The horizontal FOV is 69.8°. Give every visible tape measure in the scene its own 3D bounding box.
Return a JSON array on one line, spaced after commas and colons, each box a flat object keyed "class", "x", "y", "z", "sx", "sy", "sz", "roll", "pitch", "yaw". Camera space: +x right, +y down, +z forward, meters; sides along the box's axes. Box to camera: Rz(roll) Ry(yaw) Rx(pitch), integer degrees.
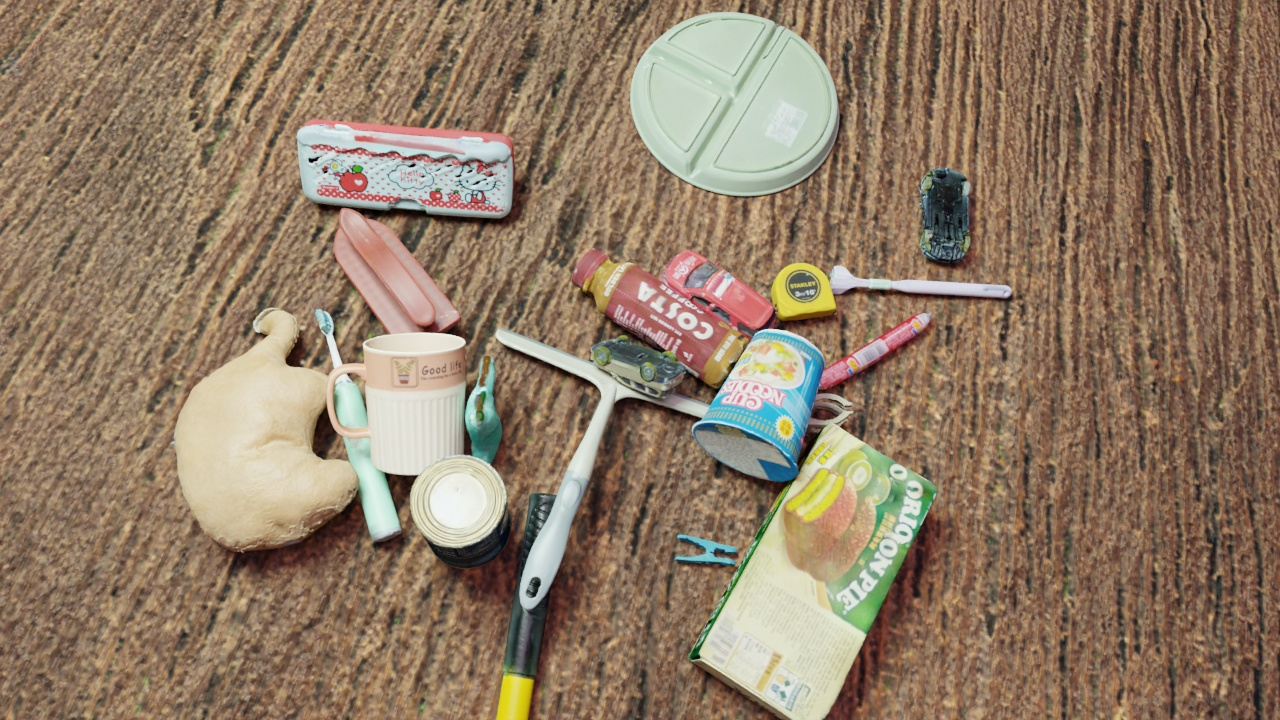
[{"class": "tape measure", "x": 0.158, "y": -0.066, "z": 0.905, "sx": 0.060, "sy": 0.029, "sz": 0.057, "roll": -8, "pitch": 71, "yaw": -9}]

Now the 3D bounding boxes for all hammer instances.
[{"class": "hammer", "x": -0.101, "y": 0.258, "z": 0.756, "sx": 0.129, "sy": 0.033, "sz": 0.300, "roll": 9, "pitch": 69, "yaw": -4}]

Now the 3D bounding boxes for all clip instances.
[{"class": "clip", "x": 0.059, "y": 0.170, "z": 0.815, "sx": 0.056, "sy": 0.014, "sz": 0.041, "roll": 8, "pitch": 69, "yaw": -3}, {"class": "clip", "x": 0.148, "y": 0.055, "z": 0.857, "sx": 0.098, "sy": 0.034, "sz": 0.064, "roll": -4, "pitch": 71, "yaw": -2}]

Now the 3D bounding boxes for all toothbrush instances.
[{"class": "toothbrush", "x": 0.284, "y": -0.074, "z": 0.927, "sx": 0.189, "sy": 0.021, "sz": 0.029, "roll": 4, "pitch": 107, "yaw": -6}, {"class": "toothbrush", "x": -0.256, "y": 0.054, "z": 0.819, "sx": 0.026, "sy": 0.027, "sz": 0.224, "roll": -21, "pitch": 73, "yaw": -1}]

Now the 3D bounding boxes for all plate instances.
[{"class": "plate", "x": 0.104, "y": -0.281, "z": 0.981, "sx": 0.230, "sy": 0.027, "sz": 0.229, "roll": 2, "pitch": 70, "yaw": -5}]

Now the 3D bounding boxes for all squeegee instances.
[{"class": "squeegee", "x": -0.053, "y": 0.095, "z": 0.788, "sx": 0.246, "sy": 0.039, "sz": 0.245, "roll": 21, "pitch": 56, "yaw": 2}]

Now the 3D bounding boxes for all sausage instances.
[{"class": "sausage", "x": 0.228, "y": -0.009, "z": 0.895, "sx": 0.155, "sy": 0.020, "sz": 0.020, "roll": -29, "pitch": 75, "yaw": -15}]

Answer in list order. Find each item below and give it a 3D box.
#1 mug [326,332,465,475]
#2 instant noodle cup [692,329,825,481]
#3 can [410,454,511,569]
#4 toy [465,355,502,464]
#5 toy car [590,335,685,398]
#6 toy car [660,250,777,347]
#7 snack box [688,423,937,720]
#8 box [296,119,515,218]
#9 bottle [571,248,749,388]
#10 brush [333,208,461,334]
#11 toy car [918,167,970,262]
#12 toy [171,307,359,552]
[{"class": "mug", "x": -0.205, "y": 0.036, "z": 0.777, "sx": 0.114, "sy": 0.082, "sz": 0.106, "roll": -3, "pitch": 104, "yaw": -20}, {"class": "instant noodle cup", "x": 0.111, "y": 0.035, "z": 0.809, "sx": 0.099, "sy": 0.099, "sz": 0.109, "roll": 25, "pitch": 67, "yaw": 4}, {"class": "can", "x": -0.146, "y": 0.127, "z": 0.758, "sx": 0.075, "sy": 0.111, "sz": 0.075, "roll": 2, "pitch": 69, "yaw": -5}, {"class": "toy", "x": -0.136, "y": 0.048, "z": 0.800, "sx": 0.030, "sy": 0.092, "sz": 0.096, "roll": 4, "pitch": 66, "yaw": -6}, {"class": "toy car", "x": -0.005, "y": 0.005, "z": 0.843, "sx": 0.090, "sy": 0.035, "sz": 0.042, "roll": 22, "pitch": 29, "yaw": 27}, {"class": "toy car", "x": 0.077, "y": -0.063, "z": 0.888, "sx": 0.120, "sy": 0.045, "sz": 0.052, "roll": 34, "pitch": 68, "yaw": 9}, {"class": "snack box", "x": 0.150, "y": 0.183, "z": 0.792, "sx": 0.114, "sy": 0.063, "sz": 0.239, "roll": 31, "pitch": 69, "yaw": 6}, {"class": "box", "x": -0.222, "y": -0.181, "z": 0.876, "sx": 0.201, "sy": 0.091, "sz": 0.068, "roll": 4, "pitch": 61, "yaw": -5}, {"class": "bottle", "x": 0.016, "y": -0.043, "z": 0.866, "sx": 0.175, "sy": 0.057, "sz": 0.057, "roll": 34, "pitch": 70, "yaw": 7}, {"class": "brush", "x": -0.232, "y": -0.077, "z": 0.848, "sx": 0.063, "sy": 0.069, "sz": 0.146, "roll": -35, "pitch": 77, "yaw": -18}, {"class": "toy car", "x": 0.314, "y": -0.150, "z": 0.950, "sx": 0.049, "sy": 0.031, "sz": 0.105, "roll": 9, "pitch": 70, "yaw": -3}, {"class": "toy", "x": -0.331, "y": 0.053, "z": 0.789, "sx": 0.143, "sy": 0.083, "sz": 0.225, "roll": -15, "pitch": 68, "yaw": -16}]
